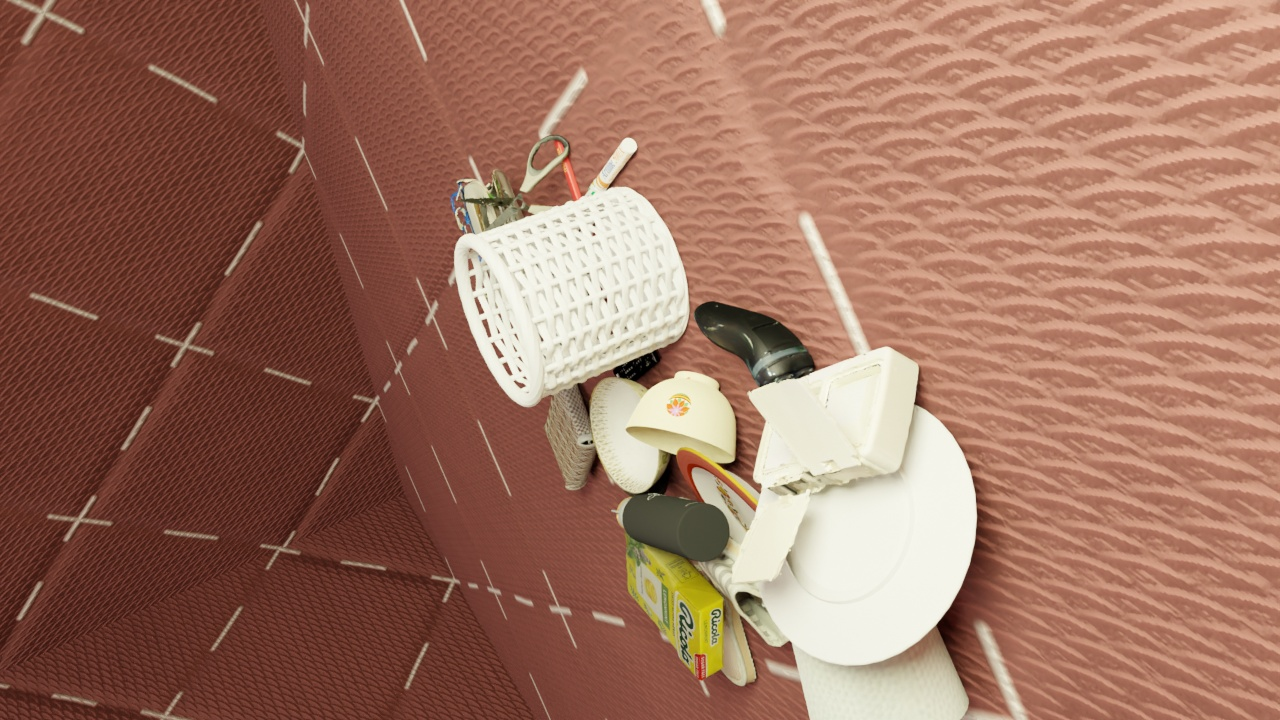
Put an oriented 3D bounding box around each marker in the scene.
[{"bbox_3d":[-0.035,-0.201,0.994,0.017,0.017,0.146,65,157,4],"label":"marker"}]

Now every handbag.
[{"bbox_3d":[-0.184,-0.151,1.202,0.199,0.093,0.200,151,98,-85],"label":"handbag"},{"bbox_3d":[-0.103,0.112,1.400,0.186,0.047,0.124,111,139,-59],"label":"handbag"}]

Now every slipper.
[{"bbox_3d":[0.135,0.264,0.984,0.273,0.054,0.114,34,163,50],"label":"slipper"},{"bbox_3d":[0.081,0.301,1.167,0.115,0.052,0.263,9,119,65],"label":"slipper"}]

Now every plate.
[{"bbox_3d":[0.120,0.174,0.946,0.230,0.021,0.230,47,166,15],"label":"plate"},{"bbox_3d":[0.159,0.125,0.707,0.209,0.015,0.208,-30,49,41],"label":"plate"}]

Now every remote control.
[{"bbox_3d":[-0.007,0.007,1.135,0.030,0.009,0.140,64,157,7],"label":"remote control"}]

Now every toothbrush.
[{"bbox_3d":[-0.069,-0.162,1.104,0.012,0.017,0.212,4,115,65],"label":"toothbrush"}]

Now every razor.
[{"bbox_3d":[0.098,-0.014,0.835,0.140,0.053,0.064,38,137,51],"label":"razor"}]

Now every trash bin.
[{"bbox_3d":[0.187,0.227,0.781,0.133,0.133,0.161,-22,86,67],"label":"trash bin"}]

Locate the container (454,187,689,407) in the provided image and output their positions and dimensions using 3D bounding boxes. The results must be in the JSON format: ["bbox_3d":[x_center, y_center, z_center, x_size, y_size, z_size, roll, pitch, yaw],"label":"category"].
[{"bbox_3d":[-0.075,-0.071,0.984,0.189,0.186,0.190,48,151,38],"label":"container"}]

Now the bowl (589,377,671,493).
[{"bbox_3d":[0.002,0.083,1.103,0.145,0.063,0.145,27,124,50],"label":"bowl"}]

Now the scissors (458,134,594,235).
[{"bbox_3d":[-0.128,-0.193,1.085,0.012,0.171,0.157,-58,-9,-79],"label":"scissors"}]

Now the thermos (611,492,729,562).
[{"bbox_3d":[0.024,0.186,1.060,0.232,0.061,0.061,-10,102,68],"label":"thermos"}]

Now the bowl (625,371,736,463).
[{"bbox_3d":[0.050,0.054,0.961,0.118,0.118,0.074,-23,48,67],"label":"bowl"}]

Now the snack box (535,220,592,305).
[{"bbox_3d":[-0.096,-0.116,1.139,0.072,0.072,0.121,3,113,65],"label":"snack box"}]

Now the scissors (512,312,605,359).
[{"bbox_3d":[-0.093,-0.030,1.176,0.139,0.019,0.136,5,150,39],"label":"scissors"}]

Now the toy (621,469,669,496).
[{"bbox_3d":[0.013,0.139,1.165,0.100,0.062,0.076,118,149,-41],"label":"toy"}]

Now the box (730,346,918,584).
[{"bbox_3d":[0.109,0.071,0.684,0.099,0.183,0.144,29,151,-19],"label":"box"}]

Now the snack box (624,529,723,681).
[{"bbox_3d":[0.036,0.289,1.134,0.181,0.045,0.121,40,142,47],"label":"snack box"}]
